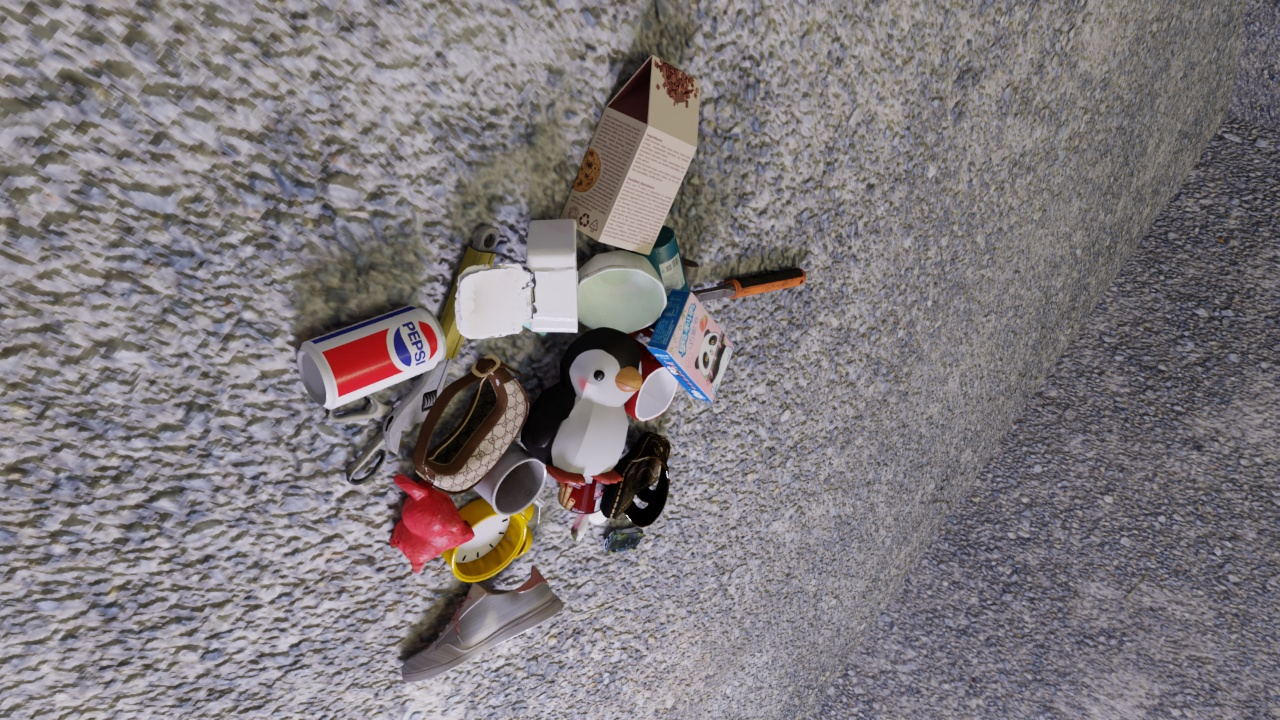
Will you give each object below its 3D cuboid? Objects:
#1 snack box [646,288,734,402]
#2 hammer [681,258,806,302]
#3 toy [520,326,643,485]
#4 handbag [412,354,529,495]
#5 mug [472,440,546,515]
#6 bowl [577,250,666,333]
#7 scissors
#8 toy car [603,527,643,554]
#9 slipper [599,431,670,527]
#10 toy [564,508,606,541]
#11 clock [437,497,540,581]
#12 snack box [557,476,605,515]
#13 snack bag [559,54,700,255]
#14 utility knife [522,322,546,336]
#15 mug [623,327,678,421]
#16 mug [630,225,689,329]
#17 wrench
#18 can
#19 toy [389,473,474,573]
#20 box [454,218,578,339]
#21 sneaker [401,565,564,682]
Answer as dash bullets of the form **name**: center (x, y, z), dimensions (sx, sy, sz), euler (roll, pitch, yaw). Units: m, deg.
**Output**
- **snack box**: center (0.068, -0.018, 1.191), dimensions (0.154, 0.033, 0.087), euler (45, 62, -51)
- **hammer**: center (0.147, -0.097, 1.378), dimensions (0.313, 0.035, 0.138), euler (-14, 128, -45)
- **toy**: center (-0.069, 0.042, 1.139), dimensions (0.158, 0.140, 0.184), euler (7, 109, -52)
- **handbag**: center (-0.197, 0.071, 1.059), dimensions (0.166, 0.063, 0.138), euler (-53, 158, -10)
- **mug**: center (-0.166, 0.150, 1.167), dimensions (0.084, 0.070, 0.113), euler (-49, 145, -10)
- **bowl**: center (-0.029, -0.092, 1.127), dimensions (0.117, 0.061, 0.118), euler (-4, 141, -3)
- **scissors**: center (-0.281, 0.069, 1.013), dimensions (0.170, 0.012, 0.157), euler (13, 106, -55)
- **toy car**: center (-0.030, 0.289, 1.484), dimensions (0.089, 0.027, 0.039), euler (8, 114, -54)
- **slipper**: center (0.010, 0.175, 1.333), dimensions (0.267, 0.076, 0.113), euler (-19, 128, -75)
- **toy**: center (-0.066, 0.216, 1.373), dimensions (0.122, 0.038, 0.079), euler (-18, 118, -41)
- **clock**: center (-0.197, 0.230, 1.216), dimensions (0.151, 0.052, 0.114), euler (-20, 132, -34)
- **snack box**: center (-0.074, 0.147, 1.277), dimensions (0.072, 0.072, 0.121), euler (-19, 132, -42)
- **snack bag**: center (0.000, -0.236, 1.054), dimensions (0.094, 0.070, 0.206), euler (6, 112, -52)
- **utility knife**: center (-0.147, -0.055, 1.061), dimensions (0.141, 0.015, 0.022), euler (26, 81, -61)
- **mug**: center (-0.007, 0.007, 1.220), dimensions (0.080, 0.096, 0.117), euler (-14, 127, -45)
- **mug**: center (0.024, -0.110, 1.186), dimensions (0.078, 0.078, 0.121), euler (-36, 137, -26)
- **wrench**: center (-0.214, -0.021, 1.005), dimensions (0.083, 0.018, 0.274), euler (1, 116, -60)
- **can**: center (-0.268, -0.005, 0.918), dimensions (0.131, 0.070, 0.070), euler (-25, 135, -37)
- **toy**: center (-0.262, 0.189, 1.081), dimensions (0.094, 0.088, 0.133), euler (-33, 140, -12)
- **box**: center (-0.133, -0.078, 0.997), dimensions (0.132, 0.151, 0.107), euler (-2, 123, -1)
- **sneaker**: center (-0.228, 0.356, 1.264), dimensions (0.236, 0.089, 0.099), euler (-25, 172, -11)
